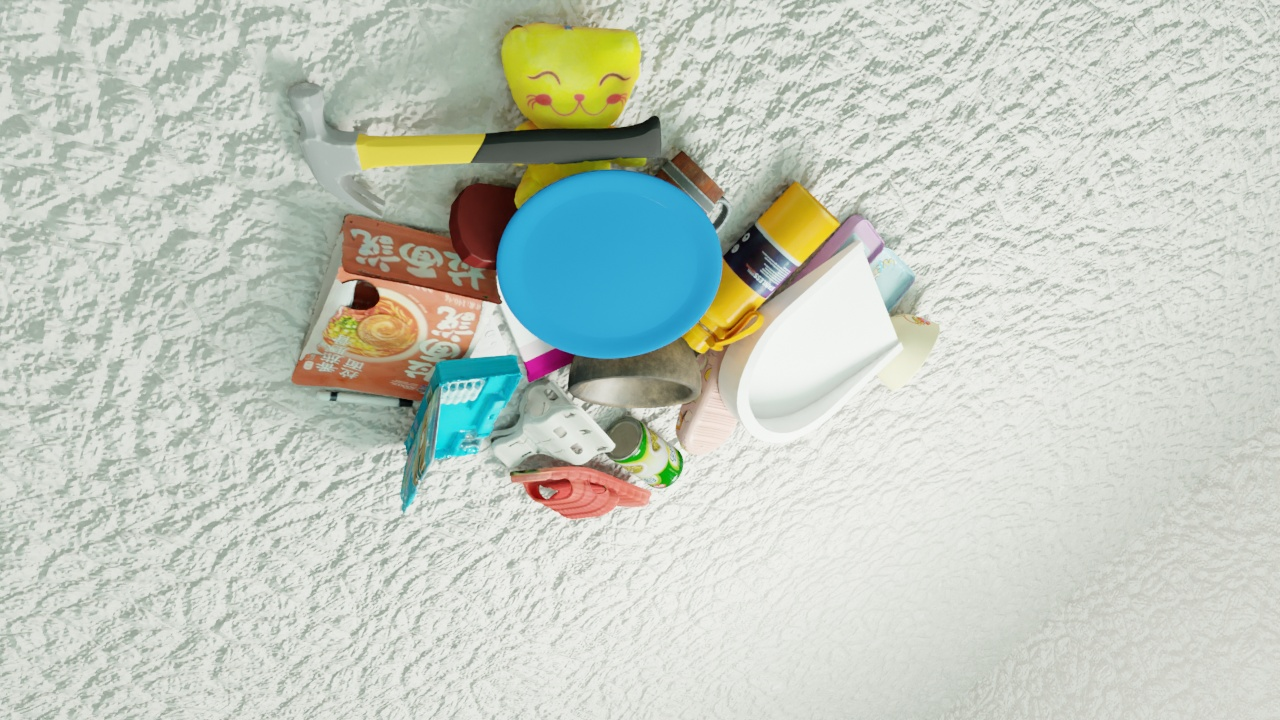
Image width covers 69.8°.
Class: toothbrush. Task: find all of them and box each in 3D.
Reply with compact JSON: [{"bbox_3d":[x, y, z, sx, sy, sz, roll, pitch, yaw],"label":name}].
[{"bbox_3d":[-0.288,0.051,1.080,0.186,0.012,0.017,8,129,-36],"label":"toothbrush"}]

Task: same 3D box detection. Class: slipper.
[{"bbox_3d":[-0.077,0.192,1.282,0.104,0.059,0.248,-12,157,39],"label":"slipper"},{"bbox_3d":[0.096,0.030,1.249,0.093,0.081,0.197,20,94,-44],"label":"slipper"}]

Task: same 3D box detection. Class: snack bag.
[{"bbox_3d":[-0.126,-0.051,1.074,0.070,0.016,0.197,-26,139,-9],"label":"snack bag"}]

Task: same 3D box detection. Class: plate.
[{"bbox_3d":[-0.031,-0.095,0.922,0.224,0.024,0.225,-2,130,-2],"label":"plate"}]

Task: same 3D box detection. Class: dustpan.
[{"bbox_3d":[0.226,-0.004,1.202,0.257,0.053,0.191,-35,124,-5],"label":"dustpan"}]

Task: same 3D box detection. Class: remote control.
[{"bbox_3d":[-0.188,-0.039,1.051,0.043,0.013,0.137,-24,139,-9],"label":"remote control"}]

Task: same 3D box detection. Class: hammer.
[{"bbox_3d":[-0.142,-0.194,0.836,0.323,0.029,0.127,-2,133,-3],"label":"hammer"}]

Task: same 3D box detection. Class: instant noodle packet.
[{"bbox_3d":[-0.265,-0.034,0.979,0.164,0.083,0.222,10,137,-30],"label":"instant noodle packet"}]

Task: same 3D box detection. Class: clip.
[{"bbox_3d":[-0.120,0.083,1.191,0.152,0.105,0.126,-8,144,22],"label":"clip"}]

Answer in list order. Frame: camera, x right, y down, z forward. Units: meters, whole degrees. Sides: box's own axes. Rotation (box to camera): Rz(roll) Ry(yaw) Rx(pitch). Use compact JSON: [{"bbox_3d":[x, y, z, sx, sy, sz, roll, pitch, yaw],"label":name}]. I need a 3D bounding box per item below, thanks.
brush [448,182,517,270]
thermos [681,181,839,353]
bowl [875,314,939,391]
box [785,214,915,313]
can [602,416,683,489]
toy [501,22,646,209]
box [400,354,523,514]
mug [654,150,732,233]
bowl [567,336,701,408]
[{"bbox_3d":[-0.117,-0.130,0.957,0.173,0.082,0.042,3,166,-33],"label":"brush"},{"bbox_3d":[0.137,-0.105,1.122,0.076,0.091,0.233,34,109,-33],"label":"thermos"},{"bbox_3d":[0.373,-0.024,1.351,0.074,0.117,0.118,32,116,-1],"label":"bowl"},{"bbox_3d":[0.260,-0.075,1.234,0.151,0.040,0.214,39,96,-30],"label":"box"},{"bbox_3d":[0.005,0.131,1.295,0.067,0.067,0.121,-40,139,9],"label":"can"},{"bbox_3d":[-0.061,-0.230,0.884,0.134,0.087,0.194,1,131,-1],"label":"toy"},{"bbox_3d":[-0.229,0.081,1.040,0.167,0.086,0.228,-46,177,-35],"label":"box"},{"bbox_3d":[0.040,-0.160,1.021,0.111,0.081,0.117,-45,137,10],"label":"mug"},{"bbox_3d":[-0.007,0.007,1.119,0.162,0.070,0.162,1,164,0],"label":"bowl"}]
